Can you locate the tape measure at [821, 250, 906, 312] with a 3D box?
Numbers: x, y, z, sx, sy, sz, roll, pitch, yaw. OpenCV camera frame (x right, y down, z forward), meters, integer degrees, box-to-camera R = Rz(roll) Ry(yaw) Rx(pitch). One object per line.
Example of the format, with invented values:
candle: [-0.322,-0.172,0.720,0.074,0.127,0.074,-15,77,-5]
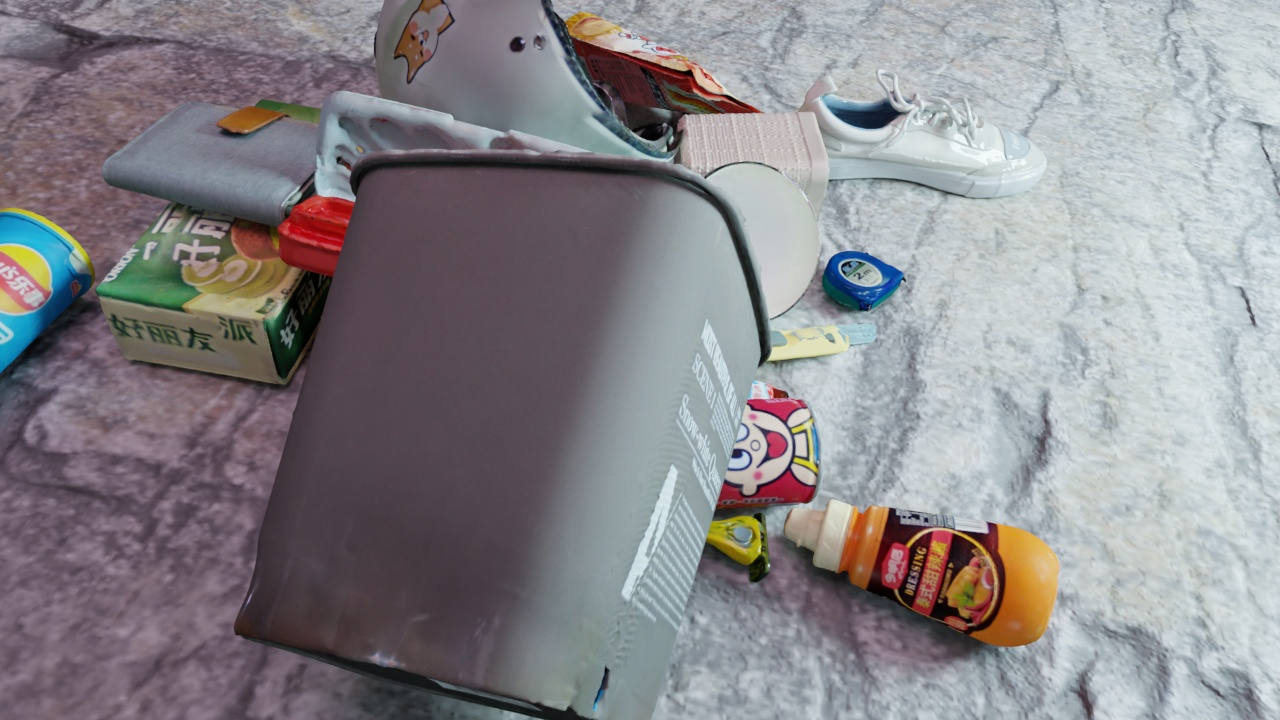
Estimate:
tape measure: [0.171,-0.062,0.719,0.054,0.025,0.058,36,48,26]

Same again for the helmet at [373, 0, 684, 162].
helmet: [-0.109,-0.199,0.703,0.157,0.230,0.274,-48,57,9]

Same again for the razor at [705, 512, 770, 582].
razor: [0.009,0.103,0.538,0.132,0.028,0.043,4,50,-3]

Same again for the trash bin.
trash bin: [-0.055,0.046,0.434,0.199,0.199,0.219,5,64,18]

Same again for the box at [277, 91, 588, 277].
box: [-0.114,-0.093,0.575,0.201,0.100,0.094,13,25,-6]

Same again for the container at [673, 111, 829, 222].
container: [0.084,-0.146,0.744,0.111,0.090,0.089,1,47,-4]

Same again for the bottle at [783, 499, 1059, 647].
bottle: [0.156,0.114,0.528,0.149,0.067,0.066,14,46,15]

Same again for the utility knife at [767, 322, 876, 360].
utility knife: [0.101,-0.012,0.661,0.182,0.019,0.031,-2,55,-31]

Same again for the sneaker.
sneaker: [0.256,-0.210,0.828,0.242,0.091,0.089,4,47,-6]

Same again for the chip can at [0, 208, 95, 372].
chip can: [-0.420,-0.001,0.539,0.071,0.071,0.209,14,47,4]

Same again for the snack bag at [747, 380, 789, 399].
snack bag: [0.055,0.022,0.607,0.105,0.026,0.045,14,45,-25]

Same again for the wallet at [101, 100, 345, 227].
wallet: [-0.279,-0.143,0.631,0.130,0.037,0.106,13,47,7]

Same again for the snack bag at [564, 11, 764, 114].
snack bag: [0.014,-0.251,0.818,0.208,0.073,0.128,32,10,36]

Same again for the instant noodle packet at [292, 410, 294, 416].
instant noodle packet: [-0.136,0.021,0.581,0.111,0.044,0.128,26,51,13]

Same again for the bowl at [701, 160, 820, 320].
bowl: [0.067,-0.085,0.682,0.116,0.116,0.066,-12,8,-19]

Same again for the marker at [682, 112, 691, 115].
marker: [0.048,-0.241,0.878,0.018,0.015,0.124,-2,48,-3]

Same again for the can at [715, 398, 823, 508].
can: [0.056,0.057,0.560,0.093,0.067,0.066,-1,47,-9]

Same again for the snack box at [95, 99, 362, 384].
snack box: [-0.263,-0.093,0.656,0.114,0.063,0.239,10,46,3]
